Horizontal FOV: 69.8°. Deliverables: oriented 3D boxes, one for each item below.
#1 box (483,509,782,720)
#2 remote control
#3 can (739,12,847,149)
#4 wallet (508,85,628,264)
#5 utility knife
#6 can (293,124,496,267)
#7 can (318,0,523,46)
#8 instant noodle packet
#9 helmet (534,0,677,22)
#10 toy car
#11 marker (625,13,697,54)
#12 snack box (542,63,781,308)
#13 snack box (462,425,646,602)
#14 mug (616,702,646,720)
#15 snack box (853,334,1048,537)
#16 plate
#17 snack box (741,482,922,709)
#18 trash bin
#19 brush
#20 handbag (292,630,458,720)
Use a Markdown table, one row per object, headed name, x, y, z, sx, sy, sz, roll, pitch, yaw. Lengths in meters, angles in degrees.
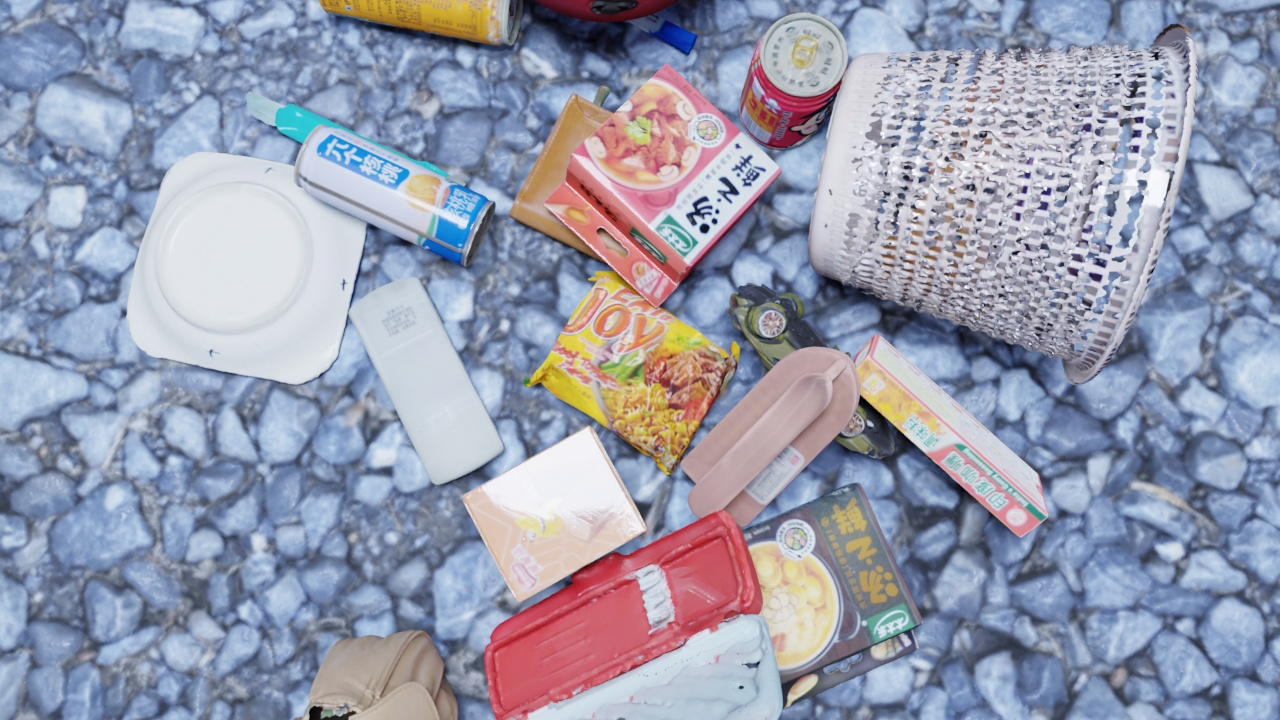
| name | x | y | z | sx | sy | sz | roll | pitch | yaw |
| --- | --- | --- | --- | --- | --- | --- | --- | --- | --- |
| box | -0.013 | 0.191 | 0.565 | 0.201 | 0.160 | 0.050 | -30 | 125 | 15 |
| remote control | -0.155 | 0.014 | 0.666 | 0.058 | 0.021 | 0.150 | -27 | 83 | -4 |
| can | 0.109 | -0.200 | 0.663 | 0.066 | 0.094 | 0.066 | 0 | 82 | -1 |
| wallet | -0.014 | -0.131 | 0.686 | 0.130 | 0.035 | 0.119 | 25 | 85 | 0 |
| utility knife | -0.217 | -0.161 | 0.692 | 0.178 | 0.013 | 0.029 | 25 | 90 | -1 |
| can | -0.176 | -0.119 | 0.661 | 0.134 | 0.053 | 0.053 | 25 | 82 | -4 |
| can | -0.165 | -0.277 | 0.689 | 0.146 | 0.058 | 0.058 | 11 | 82 | 1 |
| instant noodle packet | -0.004 | 0.004 | 0.659 | 0.128 | 0.044 | 0.110 | 33 | 79 | 4 |
| helmet | -0.026 | -0.326 | 0.647 | 0.207 | 0.144 | 0.239 | 20 | 69 | -2 |
| toy car | 0.121 | 0.008 | 0.647 | 0.042 | 0.070 | 0.158 | -42 | 82 | 23 |
| marker | -0.023 | -0.278 | 0.711 | 0.146 | 0.017 | 0.017 | 29 | 82 | 3 |
| snack box | 0.015 | -0.123 | 0.644 | 0.113 | 0.044 | 0.127 | 42 | 75 | 0 |
| snack box | -0.055 | 0.102 | 0.619 | 0.094 | 0.093 | 0.077 | -29 | 83 | -5 |
| mug | 0.031 | 0.255 | 0.590 | 0.103 | 0.083 | 0.124 | 54 | 129 | 8 |
| snack box | 0.212 | 0.048 | 0.637 | 0.156 | 0.076 | 0.027 | 43 | 112 | 5 |
| plate | -0.292 | -0.073 | 0.671 | 0.164 | 0.034 | 0.163 | 10 | 82 | 2 |
| snack box | 0.123 | 0.165 | 0.638 | 0.113 | 0.053 | 0.125 | -23 | 78 | -4 |
| trash bin | 0.220 | -0.114 | 0.606 | 0.192 | 0.227 | 0.227 | 13 | 82 | 14 |
| brush | 0.087 | 0.047 | 0.597 | 0.063 | 0.072 | 0.146 | 46 | 124 | 9 |
| handbag | -0.153 | 0.276 | 0.566 | 0.100 | 0.148 | 0.204 | -6 | 86 | 0 |
